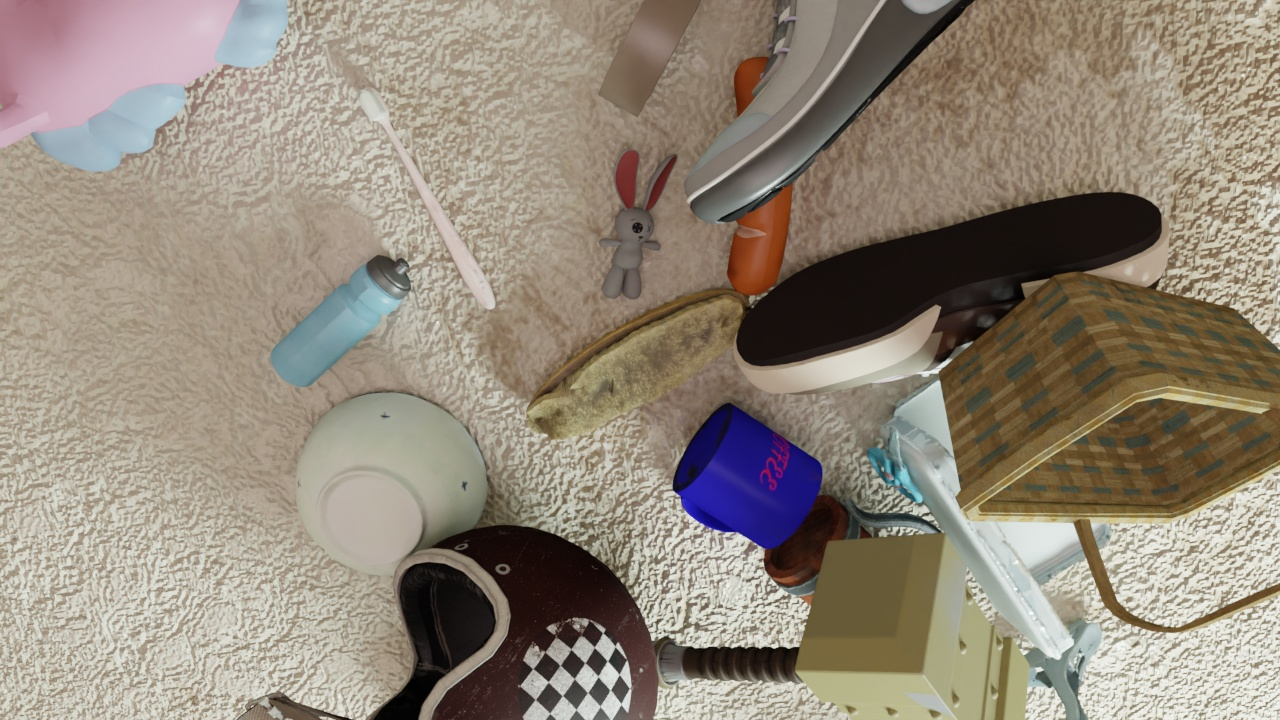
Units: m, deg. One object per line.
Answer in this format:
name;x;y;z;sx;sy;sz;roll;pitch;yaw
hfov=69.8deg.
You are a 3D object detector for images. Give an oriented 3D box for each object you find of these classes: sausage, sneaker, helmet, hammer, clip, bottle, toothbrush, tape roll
sausage;0.085;-0.127;0.644;0.044;0.039;0.164;-4;109;-12
sneaker;0.215;-0.020;0.651;0.294;0.111;0.116;-18;125;3
helmet;-0.116;0.243;0.659;0.234;0.252;0.234;43;141;-4
sneaker;0.089;-0.215;0.564;0.256;0.093;0.160;-44;92;-7
hammer;0.096;0.230;0.692;0.326;0.100;0.190;-14;126;38
clip;0.312;0.282;0.721;0.169;0.164;0.031;-32;105;9
bottle;-0.222;-0.033;0.691;0.130;0.040;0.040;-39;103;14
toothbrush;-0.154;-0.115;0.672;0.016;0.018;0.181;-25;107;11
tape roll;0.008;-0.206;0.592;0.030;0.093;0.094;28;108;-7

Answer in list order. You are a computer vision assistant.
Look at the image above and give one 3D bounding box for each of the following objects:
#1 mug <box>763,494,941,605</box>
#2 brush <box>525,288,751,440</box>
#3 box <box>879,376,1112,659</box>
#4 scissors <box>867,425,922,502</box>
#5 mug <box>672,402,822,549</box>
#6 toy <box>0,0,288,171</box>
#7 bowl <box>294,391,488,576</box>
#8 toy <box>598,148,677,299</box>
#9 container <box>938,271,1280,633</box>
mug;0.177;0.159;0.722;0.111;0.081;0.117;41;106;-15
brush;-0.004;0.004;0.692;0.195;0.043;0.059;-29;105;10
box;0.273;0.112;0.687;0.130;0.105;0.210;-40;104;11
scissors;0.184;0.073;0.669;0.015;0.136;0.055;-41;63;-1
mug;0.073;0.096;0.710;0.083;0.079;0.112;33;135;-9
toy;-0.330;-0.210;0.603;0.222;0.120;0.171;3;100;3
bowl;-0.203;0.108;0.723;0.153;0.072;0.153;1;110;3
toy;-0.004;-0.097;0.664;0.049;0.030;0.112;0;115;-28
container;0.327;0.064;0.573;0.249;0.186;0.158;6;142;-30
